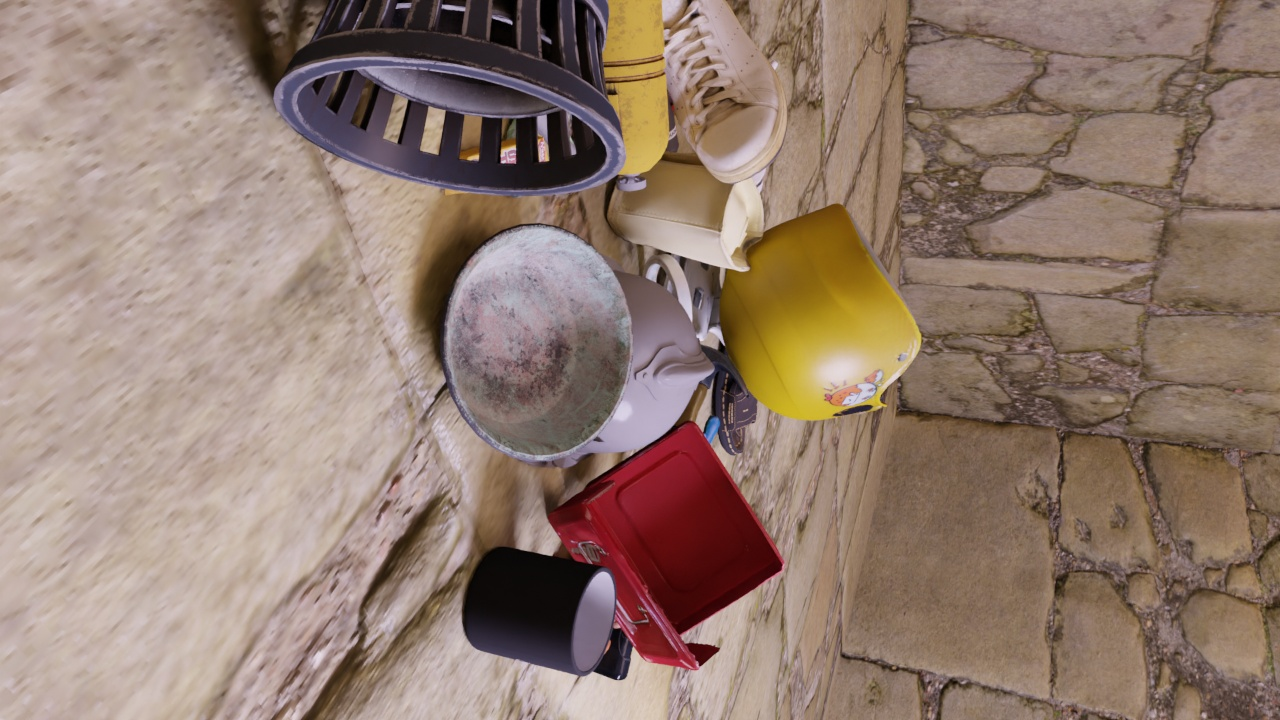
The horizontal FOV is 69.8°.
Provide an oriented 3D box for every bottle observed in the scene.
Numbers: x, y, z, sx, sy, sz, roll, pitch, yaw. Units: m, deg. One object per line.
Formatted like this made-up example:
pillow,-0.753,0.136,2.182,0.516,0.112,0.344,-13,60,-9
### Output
bottle,0.015,-0.217,0.858,0.036,0.036,0.110,-63,150,-43
bottle,-0.014,-0.220,0.737,0.070,0.071,0.164,-49,140,-56

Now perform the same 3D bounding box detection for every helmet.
helmet,-0.005,0.004,0.758,0.270,0.118,0.183,-12,107,-66
helmet,0.150,-0.029,0.925,0.241,0.139,0.209,108,-37,-58

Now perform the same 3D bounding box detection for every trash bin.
trash bin,-0.078,-0.219,0.459,0.164,0.164,0.227,26,69,-68

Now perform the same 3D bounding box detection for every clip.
clip,0.060,-0.070,0.991,0.143,0.073,0.124,52,46,-50

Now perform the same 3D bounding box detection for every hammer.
hammer,0.017,0.139,0.889,0.025,0.118,0.332,42,63,-61

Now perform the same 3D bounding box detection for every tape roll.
tape roll,0.024,-0.055,0.878,0.093,0.013,0.093,169,-90,-69

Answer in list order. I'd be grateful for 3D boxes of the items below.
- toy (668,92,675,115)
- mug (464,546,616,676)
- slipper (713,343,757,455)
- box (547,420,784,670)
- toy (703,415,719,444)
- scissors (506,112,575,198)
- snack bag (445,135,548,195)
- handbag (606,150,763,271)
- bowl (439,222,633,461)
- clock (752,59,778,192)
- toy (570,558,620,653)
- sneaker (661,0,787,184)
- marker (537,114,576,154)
toy,0.038,-0.276,0.895,0.084,0.046,0.103,53,41,-34
mug,-0.067,0.185,0.694,0.113,0.088,0.078,13,84,-69
slipper,0.146,-0.008,1.200,0.112,0.076,0.268,-2,98,-68
box,0.032,0.146,0.772,0.168,0.154,0.157,-34,91,-29
toy,0.052,0.112,1.012,0.112,0.071,0.176,-71,158,-57
scissors,-0.075,-0.196,0.664,0.173,0.022,0.171,-70,153,-19
snack bag,-0.093,-0.131,0.610,0.099,0.020,0.026,-31,126,-49
handbag,0.043,-0.135,0.840,0.111,0.119,0.081,40,66,-64
bowl,-0.075,-0.012,0.623,0.157,0.039,0.157,0,90,-42
clock,0.117,-0.261,1.056,0.125,0.073,0.161,-24,118,-66
toy,-0.055,0.222,0.814,0.103,0.071,0.090,32,77,-42
sneaker,0.047,-0.264,0.768,0.102,0.089,0.241,28,37,-58
marker,-0.070,-0.170,0.645,0.140,0.016,0.016,42,57,-65
